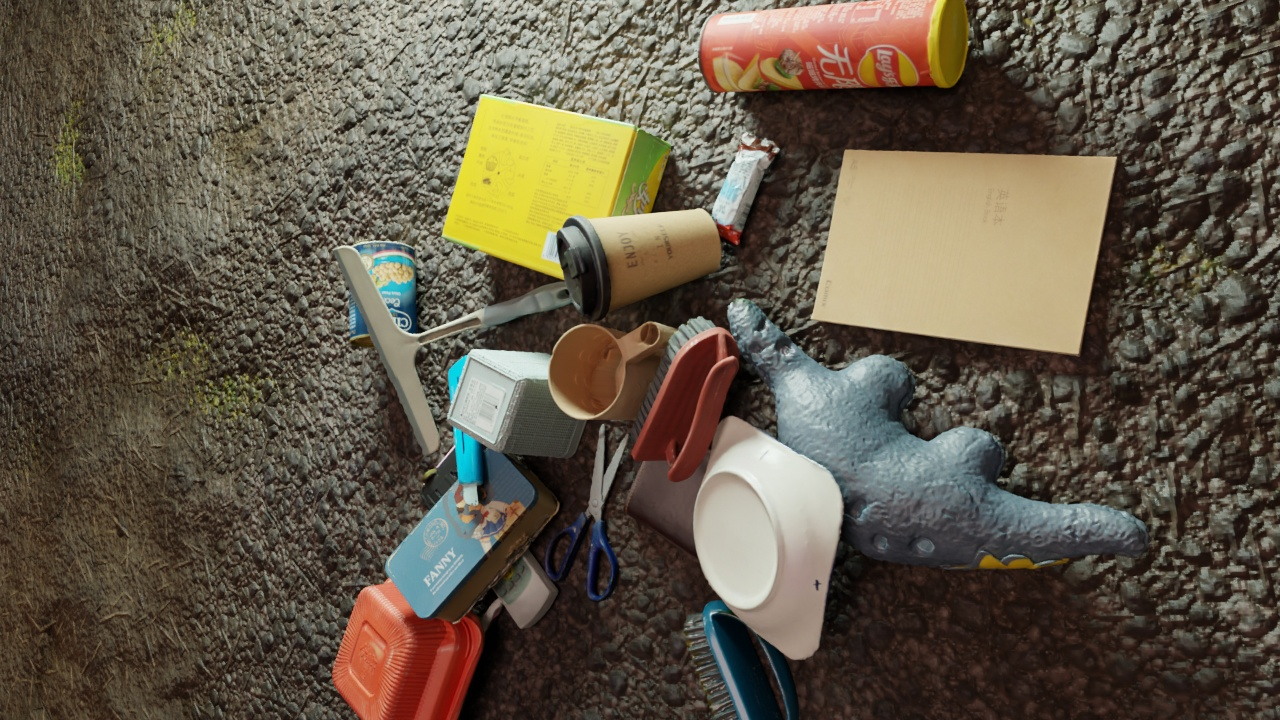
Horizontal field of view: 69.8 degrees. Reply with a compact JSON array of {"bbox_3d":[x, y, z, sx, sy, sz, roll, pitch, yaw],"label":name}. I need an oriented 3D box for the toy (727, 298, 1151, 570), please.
[{"bbox_3d":[0.186,0.075,0.705,0.356,0.091,0.138,37,102,29],"label":"toy"}]

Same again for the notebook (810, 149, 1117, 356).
[{"bbox_3d":[0.248,-0.092,0.729,0.212,0.012,0.149,11,90,33],"label":"notebook"}]

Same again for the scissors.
[{"bbox_3d":[-0.040,0.154,0.892,0.170,0.012,0.146,-47,62,21],"label":"scissors"}]

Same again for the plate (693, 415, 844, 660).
[{"bbox_3d":[0.086,0.138,0.727,0.164,0.034,0.164,30,119,54],"label":"plate"}]

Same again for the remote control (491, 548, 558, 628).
[{"bbox_3d":[-0.138,0.209,0.945,0.135,0.019,0.056,48,110,29],"label":"remote control"}]

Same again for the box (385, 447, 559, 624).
[{"bbox_3d":[-0.171,0.179,0.916,0.090,0.059,0.184,38,85,33],"label":"box"}]

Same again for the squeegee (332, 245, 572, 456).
[{"bbox_3d":[-0.169,-0.043,0.972,0.247,0.039,0.246,-17,103,20],"label":"squeegee"}]

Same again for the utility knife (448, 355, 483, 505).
[{"bbox_3d":[-0.174,0.071,0.924,0.034,0.018,0.166,-25,57,22],"label":"utility knife"}]

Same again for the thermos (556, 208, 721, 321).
[{"bbox_3d":[-0.004,-0.091,0.810,0.093,0.143,0.093,49,147,48],"label":"thermos"}]

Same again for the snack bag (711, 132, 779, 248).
[{"bbox_3d":[0.089,-0.153,0.829,0.045,0.026,0.105,29,100,41],"label":"snack bag"}]

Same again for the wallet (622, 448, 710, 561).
[{"bbox_3d":[0.049,0.125,0.834,0.122,0.020,0.096,28,100,30],"label":"wallet"}]

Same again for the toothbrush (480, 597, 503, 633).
[{"bbox_3d":[-0.189,0.321,0.972,0.017,0.016,0.188,39,107,21],"label":"toothbrush"}]

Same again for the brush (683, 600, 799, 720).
[{"bbox_3d":[0.091,0.269,0.769,0.074,0.055,0.143,-33,68,27],"label":"brush"}]

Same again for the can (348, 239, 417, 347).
[{"bbox_3d":[-0.293,-0.075,1.042,0.075,0.075,0.111,-9,80,32],"label":"can"}]

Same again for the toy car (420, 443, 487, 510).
[{"bbox_3d":[-0.184,0.116,0.978,0.122,0.037,0.056,-49,64,6],"label":"toy car"}]

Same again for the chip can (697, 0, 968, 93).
[{"bbox_3d":[0.155,-0.262,0.769,0.217,0.073,0.073,10,90,33],"label":"chip can"}]

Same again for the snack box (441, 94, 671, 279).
[{"bbox_3d":[-0.088,-0.169,0.921,0.210,0.070,0.158,21,97,33],"label":"snack box"}]

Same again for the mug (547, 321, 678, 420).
[{"bbox_3d":[-0.005,0.005,0.829,0.125,0.103,0.084,-30,70,27],"label":"mug"}]

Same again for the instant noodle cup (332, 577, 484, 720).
[{"bbox_3d":[-0.256,0.312,0.969,0.189,0.079,0.164,22,94,45],"label":"instant noodle cup"}]

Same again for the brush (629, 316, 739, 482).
[{"bbox_3d":[0.043,0.033,0.771,0.069,0.063,0.146,62,141,43],"label":"brush"}]

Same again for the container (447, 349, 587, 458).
[{"bbox_3d":[-0.118,0.041,0.895,0.090,0.111,0.090,25,99,33],"label":"container"}]
